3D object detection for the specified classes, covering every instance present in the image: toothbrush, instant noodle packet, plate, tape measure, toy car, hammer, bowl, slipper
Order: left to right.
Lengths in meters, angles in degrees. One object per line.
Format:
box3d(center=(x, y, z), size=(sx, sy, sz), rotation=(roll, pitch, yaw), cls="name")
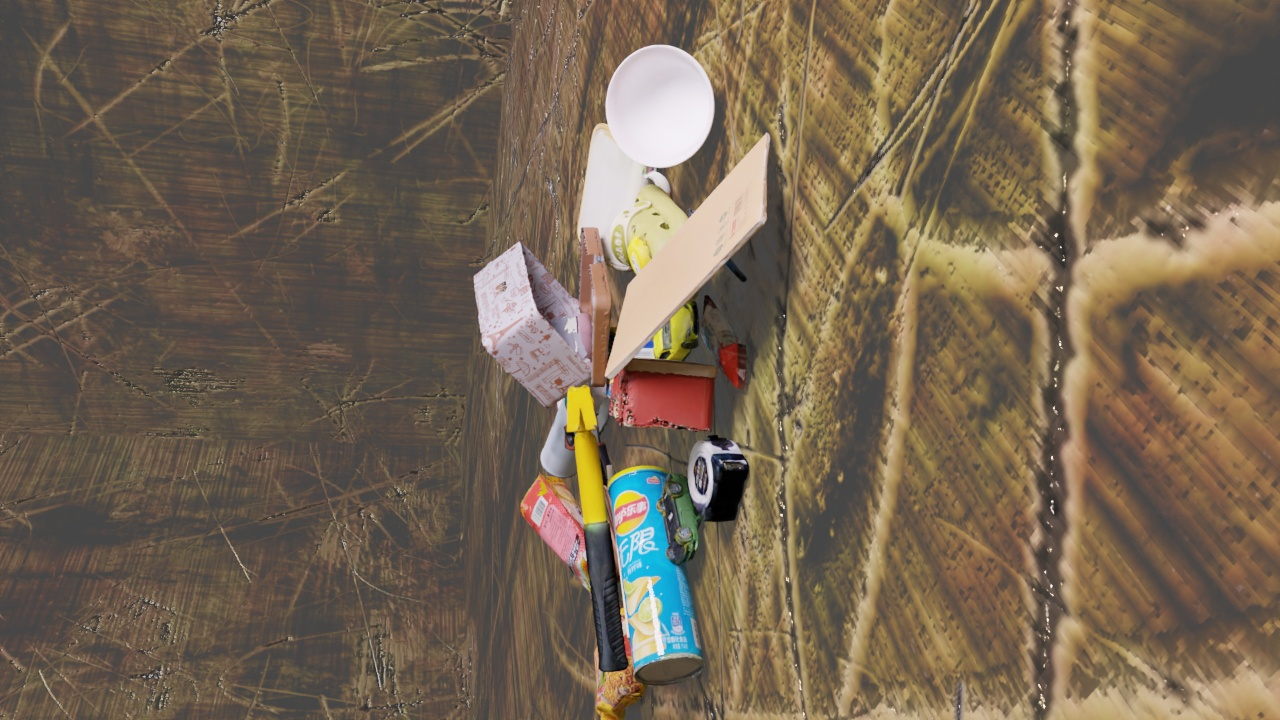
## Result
box3d(center=(-0.101, -0.002, 1.439), size=(0.192, 0.039, 0.192), rotation=(-178, 91, -75), cls="plate")
box3d(center=(-0.047, 0.174, 0.972), size=(0.129, 0.033, 0.300), rotation=(102, 161, -84), cls="hammer")
box3d(center=(-0.027, 0.367, 1.096), size=(0.129, 0.044, 0.110), rotation=(112, 160, -50), cls="instant noodle packet")
box3d(center=(0.010, -0.120, 0.961), size=(0.190, 0.081, 0.092), rotation=(-110, 6, -58), cls="slipper")
box3d(center=(0.031, -0.260, 0.940), size=(0.064, 0.118, 0.118), rotation=(-31, -46, -60), cls="bowl")
box3d(center=(0.035, -0.025, 0.967), size=(0.105, 0.032, 0.048), rotation=(126, 144, -61), cls="toy car")
box3d(center=(0.040, 0.155, 0.903), size=(0.043, 0.036, 0.091), rotation=(113, 156, -49), cls="toy car")
box3d(center=(0.071, -0.114, 0.887), size=(0.016, 0.014, 0.189), rotation=(-63, 23, 18), cls="toothbrush")
box3d(center=(0.068, 0.102, 0.820), size=(0.066, 0.033, 0.066), rotation=(-115, 34, -55), cls="tape measure")

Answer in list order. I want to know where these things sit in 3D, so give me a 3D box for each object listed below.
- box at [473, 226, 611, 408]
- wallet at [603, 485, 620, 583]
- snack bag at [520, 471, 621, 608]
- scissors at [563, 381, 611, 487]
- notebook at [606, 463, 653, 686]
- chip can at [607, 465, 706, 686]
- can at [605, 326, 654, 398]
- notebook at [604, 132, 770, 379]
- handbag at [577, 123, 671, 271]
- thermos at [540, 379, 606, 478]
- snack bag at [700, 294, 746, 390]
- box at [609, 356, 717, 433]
box3d(center=(-0.087, -0.062, 1.104), size=(0.166, 0.150, 0.181), rotation=(-36, 36, 12), cls="box")
box3d(center=(-0.046, 0.232, 1.197), size=(0.101, 0.020, 0.115), rotation=(116, 139, -58), cls="wallet")
box3d(center=(-0.083, 0.242, 1.193), size=(0.208, 0.073, 0.129), rotation=(45, 148, 45), cls="snack bag")
box3d(center=(-0.060, 0.105, 1.205), size=(0.189, 0.015, 0.226), rotation=(67, 154, 13), cls="scissors")
box3d(center=(-0.012, 0.241, 1.028), size=(0.146, 0.010, 0.206), rotation=(76, -177, -50), cls="notebook")
box3d(center=(0.013, 0.212, 0.925), size=(0.071, 0.071, 0.209), rotation=(110, 157, -48), cls="chip can")
box3d(center=(-0.006, 0.006, 1.066), size=(0.102, 0.057, 0.083), rotation=(-154, 65, -74), cls="can")
box3d(center=(0.040, -0.089, 0.789), size=(0.208, 0.008, 0.147), rotation=(-46, 20, 35), cls="notebook")
box3d(center=(-0.008, -0.192, 1.130), size=(0.178, 0.063, 0.164), rotation=(47, 134, 49), cls="handbag")
box3d(center=(-0.098, 0.096, 1.350), size=(0.225, 0.073, 0.073), rotation=(116, 153, -55), cls="thermos")
box3d(center=(0.074, -0.018, 0.833), size=(0.104, 0.026, 0.048), rotation=(-113, 21, -59), cls="snack bag")
box3d(center=(0.015, 0.037, 0.877), size=(0.168, 0.091, 0.078), rotation=(-170, 85, -84), cls="box")
